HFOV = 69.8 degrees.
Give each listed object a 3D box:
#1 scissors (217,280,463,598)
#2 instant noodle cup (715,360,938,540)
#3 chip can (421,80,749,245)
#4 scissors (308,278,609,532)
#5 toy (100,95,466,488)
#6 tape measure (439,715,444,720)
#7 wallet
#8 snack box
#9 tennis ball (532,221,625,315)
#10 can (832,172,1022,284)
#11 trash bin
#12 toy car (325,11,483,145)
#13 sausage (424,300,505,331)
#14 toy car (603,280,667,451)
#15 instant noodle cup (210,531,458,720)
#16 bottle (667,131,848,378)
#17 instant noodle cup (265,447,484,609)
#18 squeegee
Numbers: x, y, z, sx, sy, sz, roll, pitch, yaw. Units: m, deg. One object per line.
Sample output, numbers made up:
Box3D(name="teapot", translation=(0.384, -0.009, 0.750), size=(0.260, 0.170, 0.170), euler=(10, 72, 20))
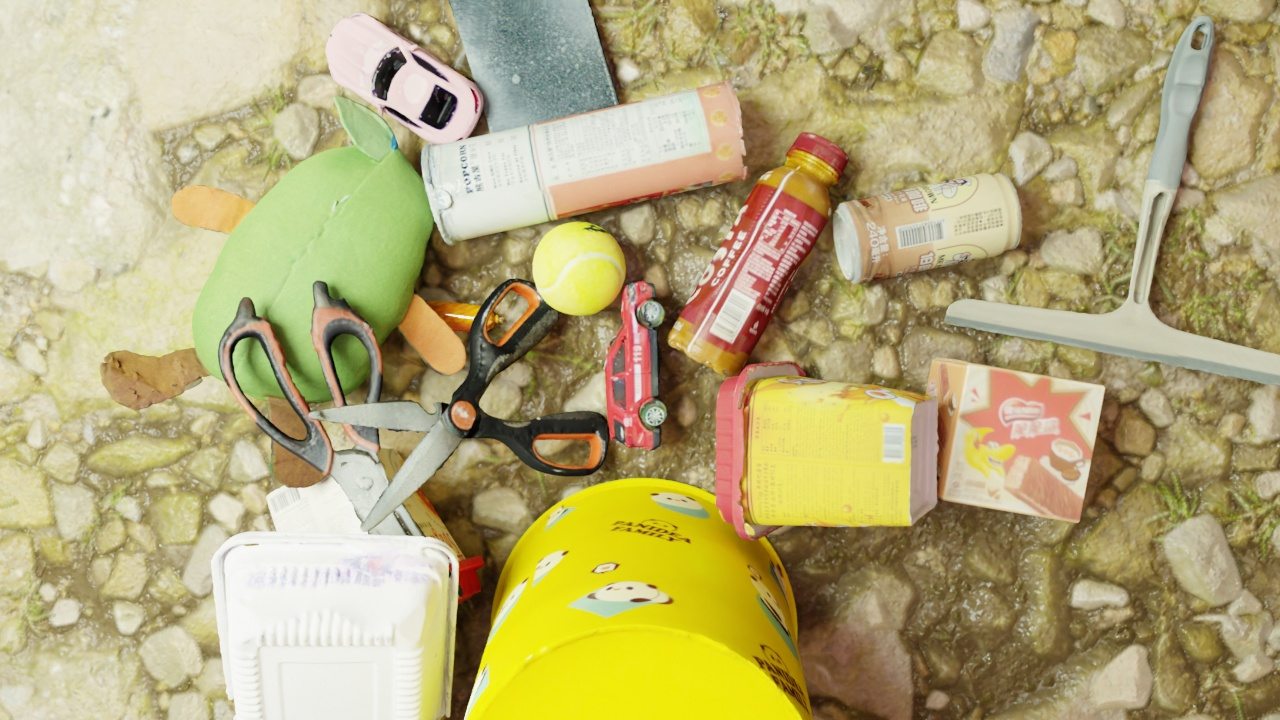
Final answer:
Box3D(name="scissors", translation=(-0.167, 0.053, 0.566), size=(0.206, 0.015, 0.194), euler=(22, 79, -16))
Box3D(name="instant noodle cup", translation=(0.126, 0.060, 0.605), size=(0.124, 0.116, 0.116), euler=(1, 93, 30))
Box3D(name="chip can", translation=(-0.036, -0.137, 0.634), size=(0.215, 0.071, 0.071), euler=(-12, 93, 2))
Box3D(name="scissors", translation=(-0.099, 0.033, 0.603), size=(0.224, 0.022, 0.220), euler=(38, 50, -31))
Box3D(name="toy", translation=(-0.220, -0.048, 0.613), size=(0.227, 0.090, 0.246), euler=(31, 74, -5))
Box3D(name="tape measure", translation=(-0.176, 0.251, 0.680), size=(0.057, 0.029, 0.060), euler=(-15, 93, 1))
Box3D(name="wallet", translation=(-0.077, -0.223, 0.658), size=(0.097, 0.019, 0.121), euler=(-17, 91, 3))
Box3D(name="snack box", translation=(0.250, 0.052, 0.636), size=(0.093, 0.077, 0.094), euler=(10, 93, 1))
Box3D(name="tennis ball", translation=(-0.043, -0.064, 0.641), size=(0.065, 0.065, 0.065), euler=(0, 93, 1))
Box3D(name="can", translation=(0.197, -0.092, 0.638), size=(0.116, 0.058, 0.058), euler=(-12, 93, 2))
Box3D(name="trash bin", translation=(0.000, 0.208, 0.561), size=(0.229, 0.255, 0.229), euler=(0, 93, 1))
Box3D(name="toy car", translation=(-0.168, -0.197, 0.647), size=(0.122, 0.037, 0.056), euler=(33, 105, 1))
Box3D(name="sausage", translation=(-0.181, -0.035, 0.668), size=(0.165, 0.021, 0.021), euler=(5, 93, 1))
Box3D(name="toy car", translation=(-0.004, 0.004, 0.651), size=(0.045, 0.053, 0.120), euler=(1, 91, -3))
Box3D(name="instant noodle cup", translation=(-0.181, 0.185, 0.543), size=(0.138, 0.060, 0.174), euler=(3, 121, -11))
Box3D(name="bottle", translation=(0.085, -0.074, 0.642), size=(0.057, 0.057, 0.175), euler=(30, 93, -1))
Box3D(name="instant noodle cup", translation=(-0.188, 0.131, 0.638), size=(0.116, 0.116, 0.124), euler=(-29, 81, 3))
Box3D(name="squeegee", translation=(0.366, -0.118, 0.645), size=(0.247, 0.039, 0.246), euler=(12, 87, 18))
